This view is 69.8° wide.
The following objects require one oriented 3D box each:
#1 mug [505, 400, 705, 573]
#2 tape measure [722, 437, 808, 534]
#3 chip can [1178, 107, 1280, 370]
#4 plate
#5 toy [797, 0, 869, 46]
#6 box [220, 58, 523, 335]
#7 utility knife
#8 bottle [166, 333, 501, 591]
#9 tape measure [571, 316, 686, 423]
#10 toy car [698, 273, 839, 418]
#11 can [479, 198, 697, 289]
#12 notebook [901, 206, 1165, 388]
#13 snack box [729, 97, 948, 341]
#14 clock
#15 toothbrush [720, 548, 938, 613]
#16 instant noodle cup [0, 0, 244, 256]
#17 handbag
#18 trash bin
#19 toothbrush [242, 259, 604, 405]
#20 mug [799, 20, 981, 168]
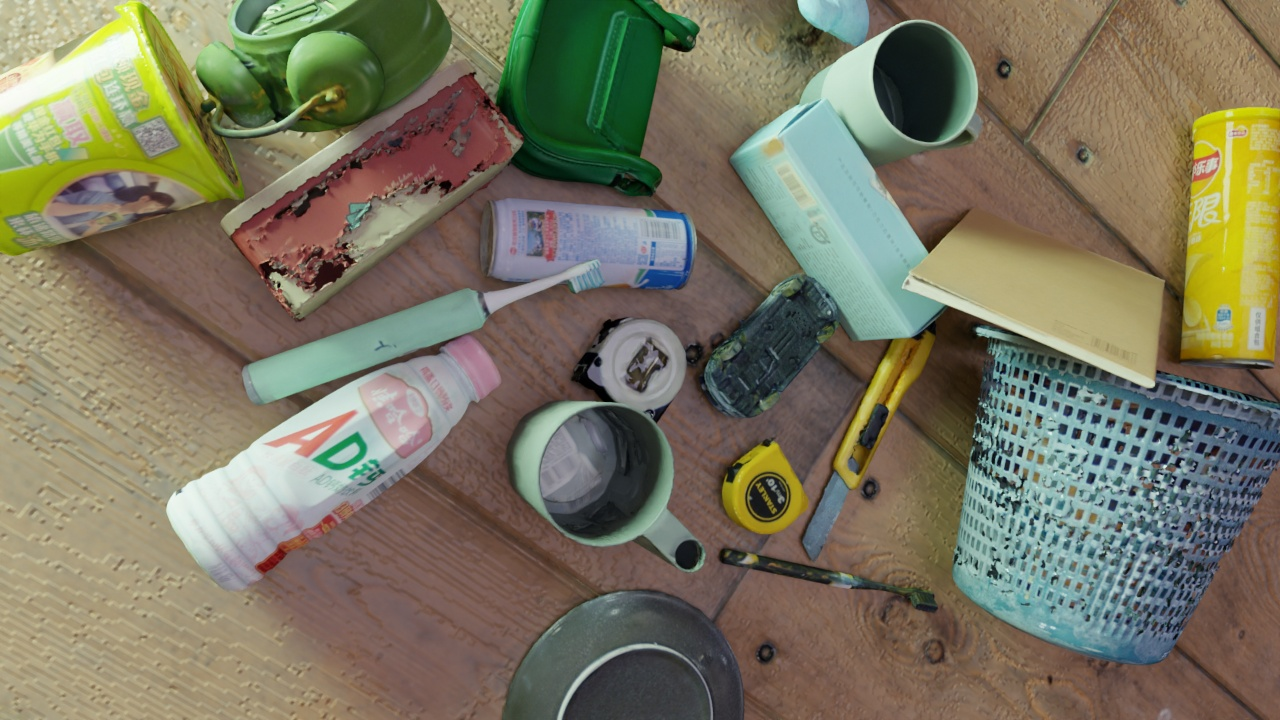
[{"bbox_3d":[-0.023,0.080,0.578,0.083,0.103,0.124,-46,105,-14],"label":"mug"},{"bbox_3d":[0.086,0.094,0.655,0.057,0.029,0.060,-35,101,-17],"label":"tape measure"},{"bbox_3d":[0.504,-0.100,0.778,0.072,0.072,0.213,5,88,-19],"label":"chip can"},{"bbox_3d":[-0.006,0.248,0.626,0.179,0.024,0.179,0,89,-19],"label":"plate"},{"bbox_3d":[0.113,-0.307,0.644,0.156,0.050,0.161,34,52,-38],"label":"toy"},{"bbox_3d":[-0.149,-0.092,0.540,0.168,0.091,0.077,-40,99,-15],"label":"box"},{"bbox_3d":[0.174,0.054,0.692,0.033,0.015,0.214,30,81,-14],"label":"utility knife"},{"bbox_3d":[-0.174,0.052,0.546,0.196,0.068,0.068,-36,101,-19],"label":"bottle"},{"bbox_3d":[-0.004,0.004,0.621,0.065,0.034,0.066,36,79,-17],"label":"tape measure"},{"bbox_3d":[0.093,-0.011,0.654,0.120,0.037,0.054,-45,103,-21],"label":"toy car"},{"bbox_3d":[-0.034,-0.075,0.600,0.134,0.053,0.053,1,89,-19],"label":"can"},{"bbox_3d":[0.275,-0.053,0.620,0.149,0.210,0.012,27,121,19],"label":"notebook"},{"bbox_3d":[0.142,-0.095,0.650,0.051,0.074,0.175,-40,102,-15],"label":"snack box"},{"bbox_3d":[-0.176,-0.173,0.506,0.056,0.116,0.160,64,37,-47],"label":"clock"},{"bbox_3d":[0.143,0.164,0.681,0.185,0.017,0.012,16,121,-18],"label":"toothbrush"},{"bbox_3d":[-0.296,-0.114,0.486,0.123,0.112,0.112,-25,98,-11],"label":"instant noodle cup"},{"bbox_3d":[-0.029,-0.181,0.594,0.120,0.068,0.131,13,86,-20],"label":"handbag"},{"bbox_3d":[0.324,0.095,0.656,0.226,0.226,0.195,13,98,-19],"label":"trash bin"},{"bbox_3d":[-0.129,-0.022,0.558,0.224,0.026,0.027,-20,108,-6],"label":"toothbrush"},{"bbox_3d":[0.179,-0.175,0.646,0.111,0.106,0.082,17,83,-18],"label":"mug"}]
